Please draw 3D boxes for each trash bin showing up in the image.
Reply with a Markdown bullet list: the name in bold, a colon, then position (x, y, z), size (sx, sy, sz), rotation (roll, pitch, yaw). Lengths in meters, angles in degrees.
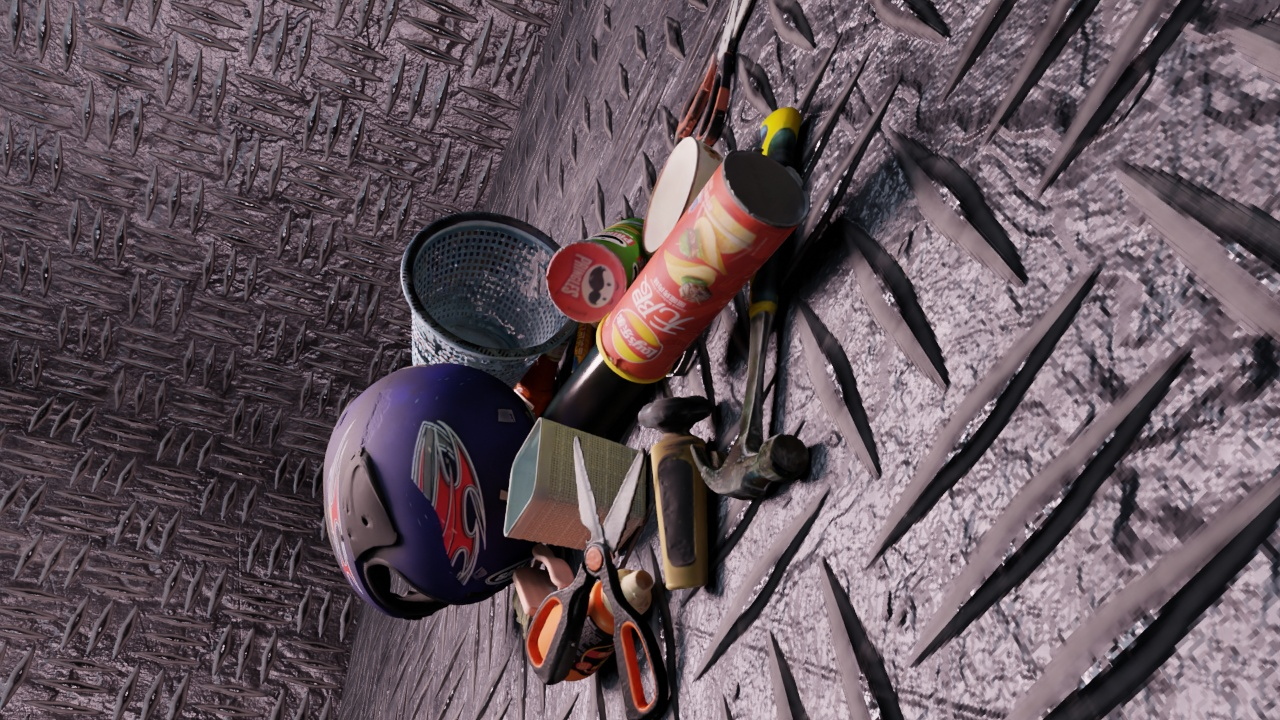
- **trash bin**: position (-0.209, -0.048, 1.199), size (0.196, 0.226, 0.226), rotation (122, 158, -51)

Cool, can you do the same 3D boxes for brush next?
- **brush**: position (-0.098, 0.238, 0.953), size (0.146, 0.063, 0.073), rotation (-160, 83, -74)

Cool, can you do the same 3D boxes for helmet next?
- **helmet**: position (-0.219, 0.162, 1.057), size (0.241, 0.246, 0.315), rotation (7, 104, 39)

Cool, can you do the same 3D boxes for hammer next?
- **hammer**: position (0.091, -0.051, 0.696), size (0.126, 0.032, 0.322), rotation (141, 142, -59)

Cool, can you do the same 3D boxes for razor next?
- **razor**: position (0.030, 0.098, 0.709), size (0.068, 0.062, 0.167), rotation (67, -163, -54)

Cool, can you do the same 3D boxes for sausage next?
- **sausage**: position (-0.071, -0.038, 1.191), size (0.022, 0.021, 0.164), rotation (131, 150, -53)

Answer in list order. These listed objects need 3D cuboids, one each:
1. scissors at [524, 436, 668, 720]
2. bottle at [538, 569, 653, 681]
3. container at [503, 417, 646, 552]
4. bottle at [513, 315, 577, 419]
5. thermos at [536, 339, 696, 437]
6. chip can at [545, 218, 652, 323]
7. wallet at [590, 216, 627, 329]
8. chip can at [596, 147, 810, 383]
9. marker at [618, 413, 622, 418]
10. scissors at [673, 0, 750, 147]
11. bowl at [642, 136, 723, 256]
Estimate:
- **scissors**: position (-0.029, 0.181, 0.732), size (0.221, 0.021, 0.228), rotation (-54, 54, 26)
- **bottle**: position (-0.035, 0.221, 0.788), size (0.150, 0.066, 0.066), rotation (-49, 29, 37)
- **container**: position (-0.058, 0.121, 0.857), size (0.090, 0.111, 0.089), rotation (124, 155, -44)
- **bottle**: position (-0.146, 0.030, 1.299), size (0.206, 0.059, 0.059), rotation (-63, 20, 19)
- **thermos**: position (-0.023, 0.020, 0.912), size (0.243, 0.068, 0.090), rotation (-50, 51, 43)
- **chip can**: position (-0.028, -0.095, 0.896), size (0.235, 0.072, 0.072), rotation (-54, -13, -73)
- **wallet**: position (-0.036, -0.110, 1.139), size (0.101, 0.032, 0.124), rotation (-58, 24, 33)
- **chip can**: position (0.040, -0.063, 0.693), size (0.217, 0.073, 0.073), rotation (-49, 30, 49)
- **marker**: position (-0.006, 0.006, 0.969), size (0.124, 0.015, 0.018), rotation (-70, 24, 17)
- **scissors**: position (0.085, -0.318, 0.989), size (0.188, 0.015, 0.227), rotation (-91, 24, -45)
- **bowl**: position (0.052, -0.143, 0.850), size (0.113, 0.062, 0.113), rotation (-164, 91, -71)
